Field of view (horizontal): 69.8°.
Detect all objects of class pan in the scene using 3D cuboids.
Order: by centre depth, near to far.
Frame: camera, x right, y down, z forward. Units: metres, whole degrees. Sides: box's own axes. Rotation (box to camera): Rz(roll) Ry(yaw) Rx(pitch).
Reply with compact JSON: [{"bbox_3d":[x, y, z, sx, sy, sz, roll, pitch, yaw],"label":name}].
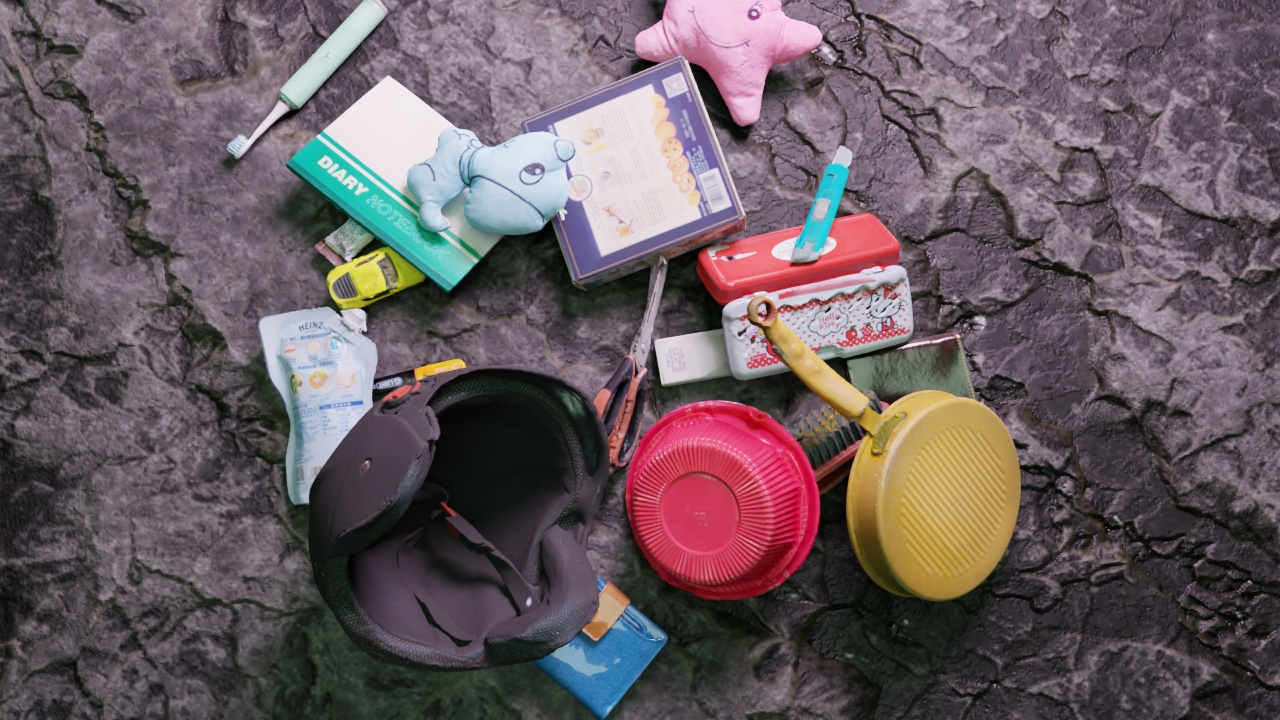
[{"bbox_3d":[0.221,0.072,0.842,0.197,0.078,0.357,-50,115,-18],"label":"pan"}]

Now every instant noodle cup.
[{"bbox_3d":[0.064,0.136,0.847,0.194,0.065,0.194,2,95,22],"label":"instant noodle cup"}]

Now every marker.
[{"bbox_3d":[-0.236,0.019,0.918,0.124,0.015,0.018,-13,76,-1],"label":"marker"}]

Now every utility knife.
[{"bbox_3d":[0.186,-0.160,0.927,0.029,0.013,0.179,17,55,12],"label":"utility knife"}]

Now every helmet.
[{"bbox_3d":[-0.159,0.126,0.799,0.274,0.230,0.233,-52,123,-19],"label":"helmet"}]

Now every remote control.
[{"bbox_3d":[0.078,-0.007,0.927,0.125,0.024,0.049,-10,80,-3],"label":"remote control"}]

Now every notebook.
[{"bbox_3d":[-0.227,-0.182,0.932,0.209,0.012,0.150,38,67,3],"label":"notebook"}]

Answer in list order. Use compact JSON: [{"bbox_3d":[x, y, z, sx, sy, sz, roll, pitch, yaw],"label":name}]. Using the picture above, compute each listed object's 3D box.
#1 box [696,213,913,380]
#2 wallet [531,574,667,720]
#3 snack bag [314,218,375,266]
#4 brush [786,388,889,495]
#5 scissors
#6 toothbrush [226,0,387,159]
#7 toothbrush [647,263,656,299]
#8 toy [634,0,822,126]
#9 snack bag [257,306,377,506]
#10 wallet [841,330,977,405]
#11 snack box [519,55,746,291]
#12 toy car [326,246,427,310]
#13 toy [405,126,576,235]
[{"bbox_3d":[0.167,-0.069,0.908,0.201,0.074,0.154,-13,73,-12],"label":"box"},{"bbox_3d":[-0.054,0.261,0.877,0.133,0.040,0.106,40,87,3],"label":"wallet"},{"bbox_3d":[-0.279,-0.137,0.934,0.048,0.026,0.104,41,84,4],"label":"snack bag"},{"bbox_3d":[0.183,0.087,0.897,0.146,0.063,0.069,-33,118,-1],"label":"brush"},{"bbox_3d":[-0.010,0.000,0.885,0.015,0.191,0.207,12,121,29],"label":"scissors"},{"bbox_3d":[-0.346,-0.293,0.956,0.027,0.026,0.224,42,82,-17],"label":"toothbrush"},{"bbox_3d":[0.021,-0.149,0.949,0.021,0.029,0.189,11,80,-38],"label":"toothbrush"},{"bbox_3d":[0.090,-0.362,0.952,0.194,0.074,0.178,37,97,1],"label":"toy"},{"bbox_3d":[-0.306,0.042,0.895,0.110,0.039,0.191,-10,86,11],"label":"snack bag"},{"bbox_3d":[0.274,0.028,0.932,0.122,0.020,0.096,-12,82,-1],"label":"wallet"},{"bbox_3d":[-0.008,-0.187,0.925,0.182,0.046,0.178,-20,82,7],"label":"snack box"},{"bbox_3d":[-0.259,-0.086,0.914,0.105,0.032,0.048,-25,103,-13],"label":"toy car"},{"bbox_3d":[-0.141,-0.173,0.897,0.156,0.050,0.161,44,92,7],"label":"toy"}]
